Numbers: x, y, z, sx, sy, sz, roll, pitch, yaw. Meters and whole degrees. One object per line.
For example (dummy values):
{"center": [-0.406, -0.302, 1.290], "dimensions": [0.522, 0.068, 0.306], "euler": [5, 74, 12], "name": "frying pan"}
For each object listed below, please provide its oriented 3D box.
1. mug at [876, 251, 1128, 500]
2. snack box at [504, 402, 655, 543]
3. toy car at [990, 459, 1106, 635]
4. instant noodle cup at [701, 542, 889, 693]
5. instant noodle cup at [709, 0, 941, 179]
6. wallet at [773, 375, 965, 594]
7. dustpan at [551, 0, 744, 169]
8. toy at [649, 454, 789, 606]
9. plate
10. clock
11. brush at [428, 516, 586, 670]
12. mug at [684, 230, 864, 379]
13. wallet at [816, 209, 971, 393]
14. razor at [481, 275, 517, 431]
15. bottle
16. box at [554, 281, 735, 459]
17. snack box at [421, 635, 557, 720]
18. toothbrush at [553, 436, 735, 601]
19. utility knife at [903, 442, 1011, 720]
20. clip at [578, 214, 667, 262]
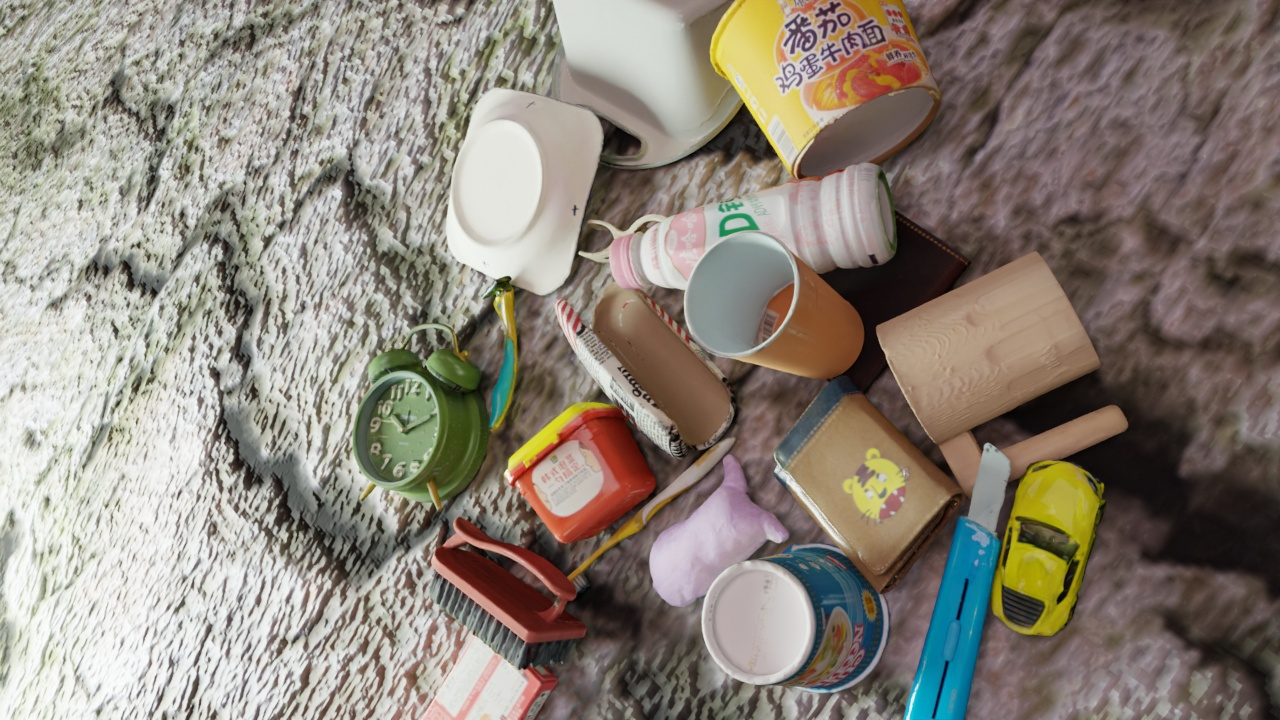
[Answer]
{"center": [0.219, 0.010, 0.559], "dimensions": [0.104, 0.084, 0.124], "euler": [-29, 90, 20], "name": "mug"}
{"center": [-0.042, 0.085, 0.688], "dimensions": [0.091, 0.082, 0.080], "euler": [-40, 72, 17], "name": "snack box"}
{"center": [0.236, 0.110, 0.538], "dimensions": [0.048, 0.032, 0.105], "euler": [17, 99, 32], "name": "toy car"}
{"center": [0.091, 0.161, 0.572], "dimensions": [0.099, 0.109, 0.099], "euler": [-7, 75, 29], "name": "instant noodle cup"}
{"center": [0.132, -0.195, 0.627], "dimensions": [0.138, 0.138, 0.109], "euler": [-29, 73, 21], "name": "instant noodle cup"}
{"center": [0.141, 0.079, 0.590], "dimensions": [0.115, 0.033, 0.090], "euler": [50, 120, 39], "name": "wallet"}
{"center": [0.035, -0.293, 0.774], "dimensions": [0.257, 0.143, 0.223], "euler": [-41, 57, -18], "name": "dustpan"}
{"center": [0.046, 0.126, 0.649], "dimensions": [0.108, 0.039, 0.083], "euler": [-46, 43, 17], "name": "toy"}
{"center": [-0.114, -0.150, 0.791], "dimensions": [0.164, 0.034, 0.164], "euler": [23, 103, 35], "name": "plate"}
{"center": [-0.191, 0.046, 0.796], "dimensions": [0.116, 0.056, 0.161], "euler": [1, 78, 29], "name": "clock"}
{"center": [-0.109, 0.174, 0.710], "dimensions": [0.146, 0.063, 0.069], "euler": [22, 94, 39], "name": "brush"}
{"center": [0.093, -0.027, 0.590], "dimensions": [0.078, 0.122, 0.078], "euler": [-11, 71, 34], "name": "mug"}
{"center": [0.154, -0.046, 0.640], "dimensions": [0.122, 0.020, 0.096], "euler": [-52, 54, 11], "name": "wallet"}
{"center": [-0.119, -0.004, 0.782], "dimensions": [0.043, 0.028, 0.132], "euler": [-28, 60, 56], "name": "razor"}
{"center": [0.073, -0.083, 0.638], "dimensions": [0.197, 0.068, 0.068], "euler": [-9, 74, 25], "name": "bottle"}
{"center": [-0.008, 0.006, 0.681], "dimensions": [0.163, 0.087, 0.076], "euler": [49, 121, 30], "name": "box"}
{"center": [-0.133, 0.290, 0.721], "dimensions": [0.075, 0.025, 0.153], "euler": [35, 96, 31], "name": "snack box"}
{"center": [0.003, 0.122, 0.689], "dimensions": [0.192, 0.016, 0.018], "euler": [-43, 72, 15], "name": "toothbrush"}
{"center": [0.193, 0.143, 0.551], "dimensions": [0.034, 0.018, 0.191], "euler": [14, 96, 32], "name": "utility knife"}
{"center": [0.001, -0.104, 0.736], "dimensions": [0.105, 0.034, 0.083], "euler": [33, 99, 40], "name": "clip"}
